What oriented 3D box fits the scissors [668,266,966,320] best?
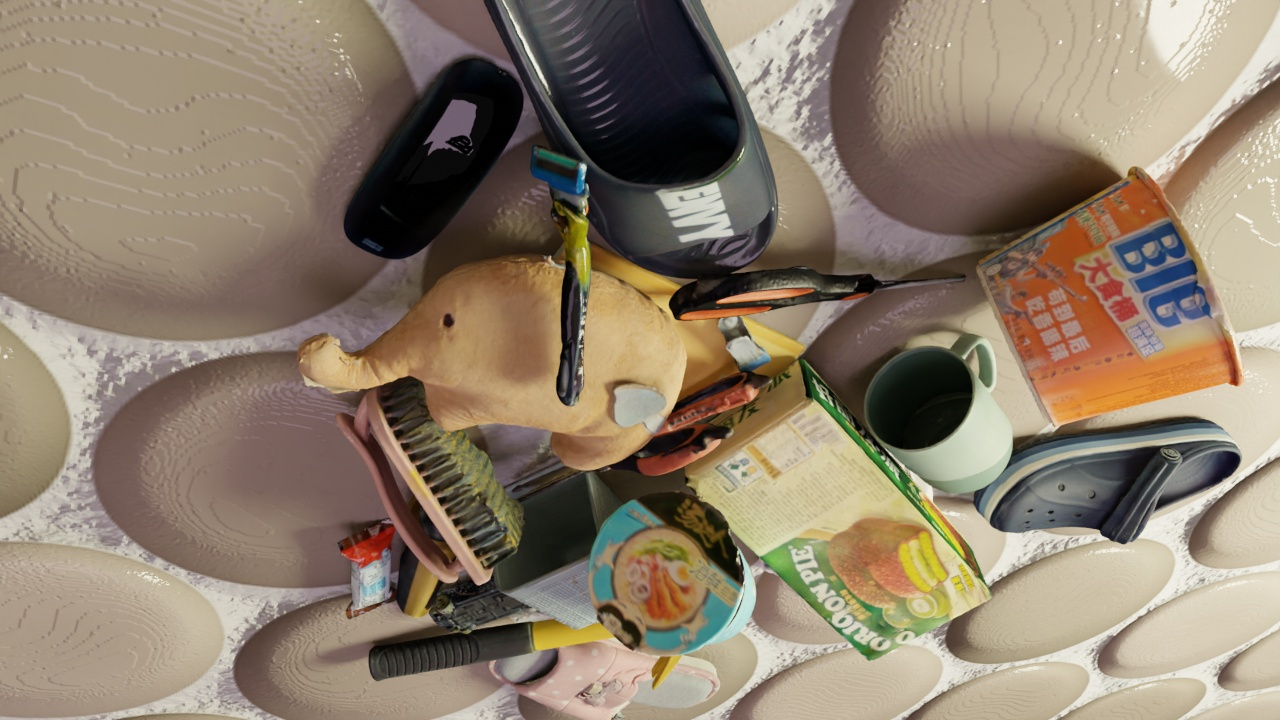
[{"bbox_3d":[0.119,-0.047,0.603,0.125,0.021,0.234,-16,171,43],"label":"scissors"}]

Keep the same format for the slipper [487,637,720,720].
[{"bbox_3d":[-0.031,0.327,0.931,0.274,0.054,0.114,24,125,-32],"label":"slipper"}]

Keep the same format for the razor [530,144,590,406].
[{"bbox_3d":[-0.036,-0.040,0.485,0.022,0.043,0.143,-18,121,-33],"label":"razor"}]

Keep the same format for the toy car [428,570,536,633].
[{"bbox_3d":[-0.131,0.205,0.796,0.106,0.031,0.049,-19,137,7],"label":"toy car"}]

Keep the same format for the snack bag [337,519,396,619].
[{"bbox_3d":[-0.218,0.171,0.741,0.048,0.026,0.104,-20,143,-29],"label":"snack bag"}]

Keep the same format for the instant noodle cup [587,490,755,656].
[{"bbox_3d":[0.033,0.162,0.666,0.111,0.111,0.120,-23,154,9],"label":"instant noodle cup"}]

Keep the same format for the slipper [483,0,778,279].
[{"bbox_3d":[-0.001,-0.120,0.462,0.111,0.083,0.268,-22,135,11],"label":"slipper"}]

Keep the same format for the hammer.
[{"bbox_3d":[-0.097,0.251,0.831,0.301,0.032,0.129,-10,105,4],"label":"hammer"}]

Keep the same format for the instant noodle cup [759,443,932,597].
[{"bbox_3d":[0.187,0.151,0.807,0.138,0.060,0.174,-5,137,-11],"label":"instant noodle cup"}]

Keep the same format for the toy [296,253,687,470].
[{"bbox_3d":[-0.080,-0.005,0.546,0.225,0.082,0.144,17,115,-25],"label":"toy"}]

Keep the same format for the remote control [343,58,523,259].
[{"bbox_3d":[-0.113,-0.100,0.493,0.053,0.024,0.137,25,124,-33],"label":"remote control"}]

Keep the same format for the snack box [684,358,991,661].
[{"bbox_3d":[0.149,0.119,0.694,0.115,0.063,0.240,-37,113,21],"label":"snack box"}]

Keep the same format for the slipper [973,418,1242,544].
[{"bbox_3d":[0.421,0.120,0.815,0.252,0.095,0.105,-10,134,-10],"label":"slipper"}]

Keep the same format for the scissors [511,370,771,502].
[{"bbox_3d":[-0.011,0.064,0.633,0.196,0.214,0.015,-35,103,-17],"label":"scissors"}]

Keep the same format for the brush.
[{"bbox_3d":[-0.141,0.081,0.616,0.073,0.063,0.145,-29,104,10],"label":"brush"}]

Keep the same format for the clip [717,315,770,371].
[{"bbox_3d":[0.069,-0.011,0.629,0.024,0.028,0.057,-27,143,13],"label":"clip"}]

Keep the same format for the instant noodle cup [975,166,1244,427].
[{"bbox_3d":[0.294,-0.032,0.592,0.112,0.151,0.151,-25,136,23],"label":"instant noodle cup"}]

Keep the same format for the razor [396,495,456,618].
[{"bbox_3d":[-0.160,0.153,0.720,0.067,0.062,0.168,30,132,2],"label":"razor"}]

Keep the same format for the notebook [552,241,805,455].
[{"bbox_3d":[-0.004,0.004,0.640,0.206,0.010,0.146,22,126,-32],"label":"notebook"}]

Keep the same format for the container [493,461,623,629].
[{"bbox_3d":[-0.051,0.149,0.722,0.090,0.090,0.111,-26,139,12],"label":"container"}]

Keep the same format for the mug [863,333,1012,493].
[{"bbox_3d":[0.235,0.037,0.693,0.106,0.082,0.111,36,83,-44],"label":"mug"}]
